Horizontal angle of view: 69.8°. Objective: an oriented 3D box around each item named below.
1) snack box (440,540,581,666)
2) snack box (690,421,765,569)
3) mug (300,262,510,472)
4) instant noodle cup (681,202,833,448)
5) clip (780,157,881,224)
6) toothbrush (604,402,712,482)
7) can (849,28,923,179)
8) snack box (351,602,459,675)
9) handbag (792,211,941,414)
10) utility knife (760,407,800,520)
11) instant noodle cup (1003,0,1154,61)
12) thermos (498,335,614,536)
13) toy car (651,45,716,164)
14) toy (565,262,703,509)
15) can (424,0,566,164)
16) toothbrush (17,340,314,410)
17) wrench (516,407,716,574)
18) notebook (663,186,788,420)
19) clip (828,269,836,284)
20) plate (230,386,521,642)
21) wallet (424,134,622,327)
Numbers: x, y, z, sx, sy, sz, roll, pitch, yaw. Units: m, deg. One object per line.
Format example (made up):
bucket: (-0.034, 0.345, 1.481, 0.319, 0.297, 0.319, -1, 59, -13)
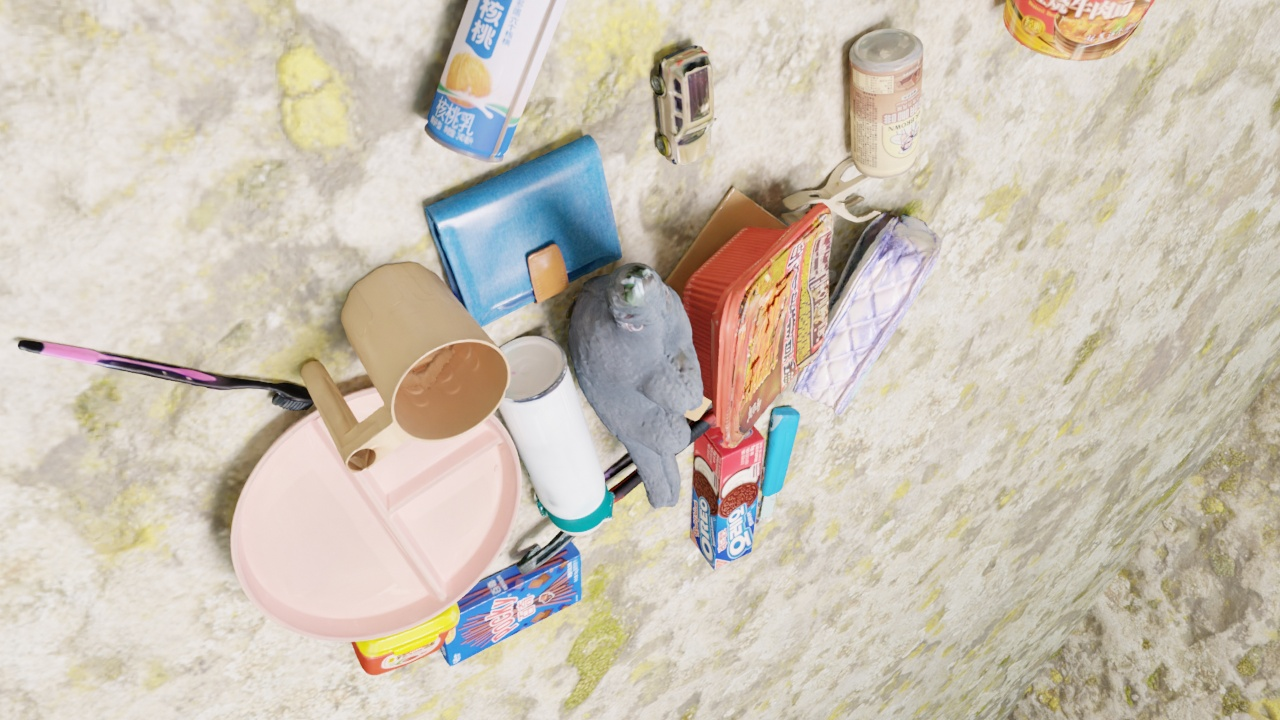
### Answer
snack box: (-0.133, 0.249, 0.943, 0.156, 0.026, 0.085, -22, 138, -24)
snack box: (0.095, 0.147, 1.022, 0.058, 0.057, 0.208, -22, 138, -20)
mug: (-0.165, 0.004, 0.626, 0.124, 0.103, 0.084, -37, 141, -7)
instant noodle cup: (0.095, -0.034, 0.781, 0.188, 0.079, 0.165, -45, 145, -40)
clip: (0.181, -0.142, 0.847, 0.103, 0.035, 0.092, -36, 140, -1)
toothbrush: (0.012, 0.085, 0.926, 0.189, 0.017, 0.014, -37, 131, -5)
can: (0.208, -0.216, 0.779, 0.058, 0.058, 0.116, -32, 141, -13)
snack box: (-0.216, 0.230, 0.818, 0.091, 0.082, 0.080, -16, 148, -29)
handbag: (0.220, -0.049, 0.911, 0.194, 0.075, 0.134, -63, 170, 24)
utility knife: (0.161, 0.128, 1.092, 0.034, 0.018, 0.199, -13, 134, -16)
instant noodle cup: (0.376, -0.329, 0.770, 0.137, 0.138, 0.109, -28, 148, -18)
thermos: (-0.076, 0.077, 0.804, 0.073, 0.073, 0.224, -31, 141, -15)
toy car: (0.035, -0.184, 0.680, 0.042, 0.035, 0.091, -26, 141, -18)
toy: (-0.004, 0.004, 0.730, 0.091, 0.137, 0.357, -21, 152, -8)
can: (-0.084, -0.191, 0.554, 0.053, 0.053, 0.135, 3, 123, -43)
toothbrush: (-0.296, 0.011, 0.594, 0.189, 0.014, 0.018, 17, 125, -47)
wrench: (-0.013, 0.124, 0.920, 0.273, 0.016, 0.056, -38, -175, -8)
notebook: (0.067, -0.044, 0.848, 0.147, 0.008, 0.208, 24, 108, -43)
clip: (0.165, -0.078, 0.903, 0.057, 0.031, 0.025, -24, 134, -17)
plate: (-0.203, 0.119, 0.726, 0.229, 0.028, 0.230, -16, 121, -28)
wallet: (-0.080, -0.092, 0.666, 0.133, 0.040, 0.106, -28, 135, -17)
